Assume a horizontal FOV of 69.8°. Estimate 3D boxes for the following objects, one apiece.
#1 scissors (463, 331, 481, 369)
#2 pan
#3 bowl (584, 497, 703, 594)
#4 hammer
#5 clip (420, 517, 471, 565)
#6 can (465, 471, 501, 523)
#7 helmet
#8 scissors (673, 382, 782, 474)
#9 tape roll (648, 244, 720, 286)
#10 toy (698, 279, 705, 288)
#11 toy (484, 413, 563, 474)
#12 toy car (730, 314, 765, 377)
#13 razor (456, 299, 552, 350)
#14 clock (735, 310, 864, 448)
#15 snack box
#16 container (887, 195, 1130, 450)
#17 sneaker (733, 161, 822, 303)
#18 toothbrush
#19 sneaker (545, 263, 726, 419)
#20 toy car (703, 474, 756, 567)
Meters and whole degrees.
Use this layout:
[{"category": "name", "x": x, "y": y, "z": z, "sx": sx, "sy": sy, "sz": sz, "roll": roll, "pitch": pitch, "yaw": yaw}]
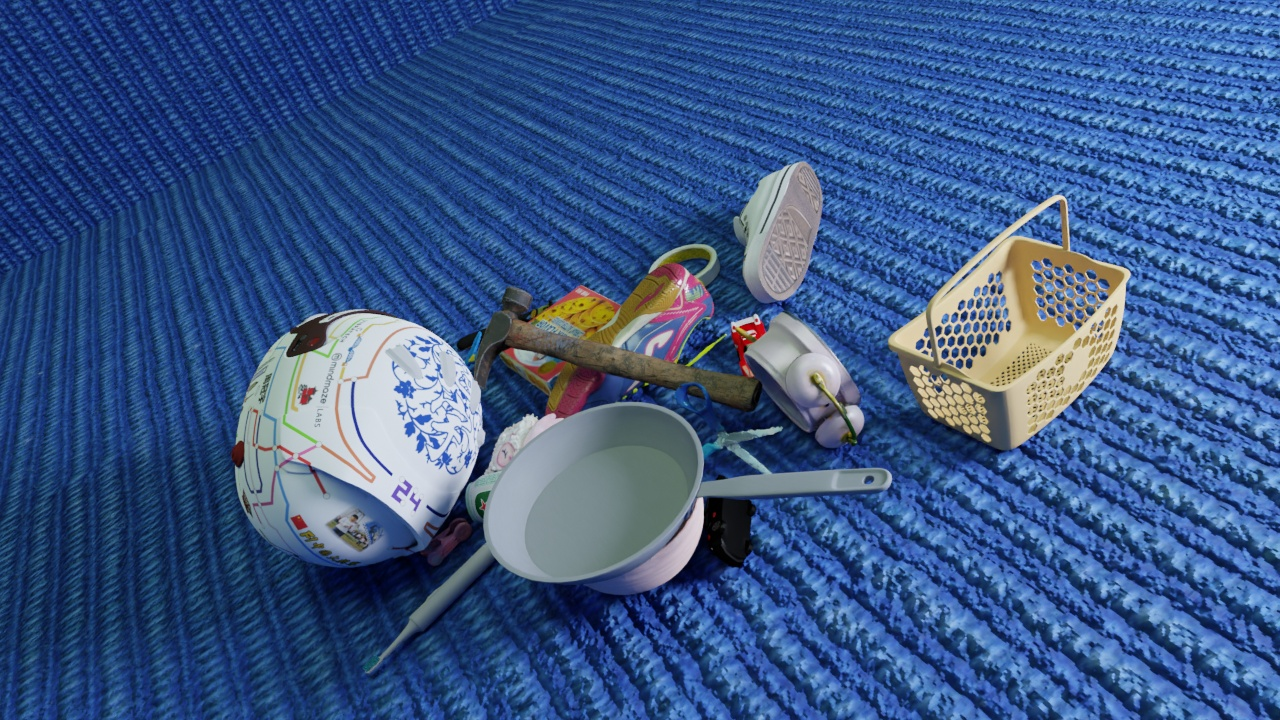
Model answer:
[{"category": "scissors", "x": -0.226, "y": 0.010, "z": 1.184, "sx": 0.126, "sy": 0.013, "sz": 0.130, "roll": -16, "pitch": 40, "yaw": 48}, {"category": "pan", "x": 0.030, "y": 0.110, "z": 0.756, "sx": 0.357, "sy": 0.051, "sz": 0.200, "roll": -3, "pitch": 41, "yaw": 28}, {"category": "bowl", "x": -0.007, "y": 0.155, "z": 0.832, "sx": 0.153, "sy": 0.076, "sz": 0.152, "roll": -17, "pitch": 35, "yaw": 12}, {"category": "hammer", "x": -0.031, "y": 0.008, "z": 0.974, "sx": 0.331, "sy": 0.033, "sz": 0.120, "roll": 14, "pitch": 77, "yaw": 27}, {"category": "clip", "x": -0.201, "y": 0.190, "z": 0.949, "sx": 0.060, "sy": 0.023, "sz": 0.045, "roll": -25, "pitch": 39, "yaw": 2}, {"category": "can", "x": -0.125, "y": 0.137, "z": 0.945, "sx": 0.101, "sy": 0.053, "sz": 0.053, "roll": -13, "pitch": 36, "yaw": 15}, {"category": "helmet", "x": -0.283, "y": 0.066, "z": 0.974, "sx": 0.236, "sy": 0.231, "sz": 0.313, "roll": -19, "pitch": 41, "yaw": 21}, {"category": "scissors", "x": 0.077, "y": 0.068, "z": 0.893, "sx": 0.129, "sy": 0.119, "sz": 0.014, "roll": -12, "pitch": 0, "yaw": 30}, {"category": "tape roll", "x": 0.057, "y": -0.119, "z": 1.205, "sx": 0.094, "sy": 0.019, "sz": 0.093, "roll": -16, "pitch": 36, "yaw": 11}, {"category": "toy", "x": 0.033, "y": -0.079, "z": 1.128, "sx": 0.095, "sy": 0.041, "sz": 0.094, "roll": -12, "pitch": 1, "yaw": 2}, {"category": "toy", "x": -0.126, "y": 0.090, "z": 0.997, "sx": 0.109, "sy": 0.041, "sz": 0.095, "roll": -24, "pitch": 31, "yaw": 39}, {"category": "toy car", "x": 0.125, "y": -0.013, "z": 1.020, "sx": 0.038, "sy": 0.025, "sz": 0.089, "roll": -18, "pitch": 35, "yaw": 8}, {"category": "razor", "x": -0.185, "y": -0.044, "z": 1.252, "sx": 0.144, "sy": 0.021, "sz": 0.044, "roll": -21, "pitch": 35, "yaw": 8}, {"category": "clock", "x": 0.161, "y": 0.022, "z": 0.878, "sx": 0.059, "sy": 0.117, "sz": 0.158, "roll": -39, "pitch": 36, "yaw": -2}, {"category": "snack box", "x": -0.088, "y": -0.024, "z": 1.146, "sx": 0.144, "sy": 0.040, "sz": 0.143, "roll": -37, "pitch": 36, "yaw": -18}, {"category": "container", "x": 0.327, "y": -0.037, "z": 0.808, "sx": 0.183, "sy": 0.167, "sz": 0.129, "roll": -37, "pitch": 37, "yaw": -18}, {"category": "sneaker", "x": 0.154, "y": -0.161, "z": 1.151, "sx": 0.097, "sy": 0.091, "sz": 0.244, "roll": -14, "pitch": 37, "yaw": 33}, {"category": "toothbrush", "x": -0.193, "y": 0.231, "z": 0.890, "sx": 0.018, "sy": 0.019, "sz": 0.187, "roll": 17, "pitch": 51, "yaw": 46}, {"category": "sneaker", "x": -0.007, "y": 0.006, "z": 1.041, "sx": 0.242, "sy": 0.091, "sz": 0.116, "roll": -49, "pitch": 32, "yaw": -1}, {"category": "toy car", "x": 0.076, "y": 0.147, "z": 0.826, "sx": 0.036, "sy": 0.042, "sz": 0.091, "roll": -34, "pitch": 27, "yaw": 33}]
